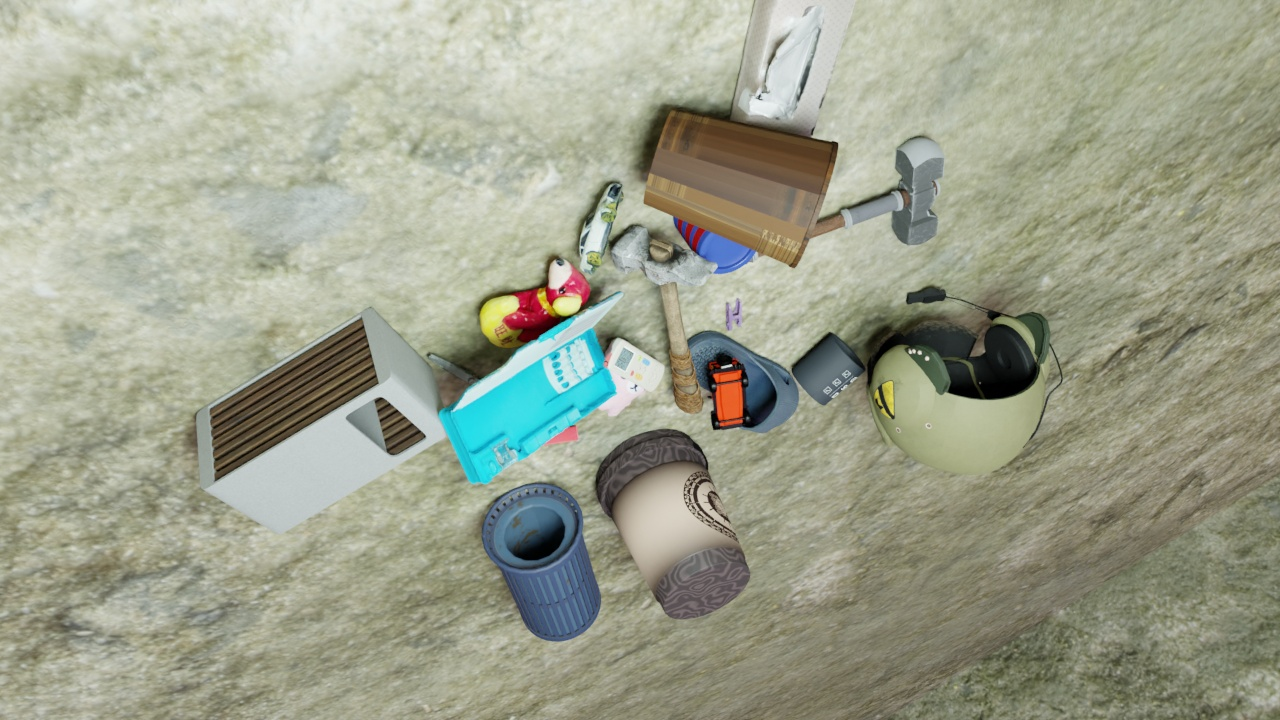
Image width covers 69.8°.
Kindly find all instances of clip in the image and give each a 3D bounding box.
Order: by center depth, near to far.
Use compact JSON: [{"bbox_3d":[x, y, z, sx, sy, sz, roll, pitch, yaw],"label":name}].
[{"bbox_3d":[0.119,-0.058,1.200,0.037,0.013,0.053,-29,142,3],"label":"clip"}]

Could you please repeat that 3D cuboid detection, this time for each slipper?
[{"bbox_3d":[0.153,0.045,1.273,0.101,0.082,0.263,-42,136,14],"label":"slipper"}]

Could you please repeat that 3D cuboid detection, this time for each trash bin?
[{"bbox_3d":[-0.344,0.068,0.998,0.229,0.114,0.114,-31,139,3],"label":"trash bin"},{"bbox_3d":[-0.135,0.305,1.343,0.139,0.139,0.250,-20,140,-9],"label":"trash bin"}]

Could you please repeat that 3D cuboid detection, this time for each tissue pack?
[{"bbox_3d":[0.151,-0.304,0.926,0.103,0.071,0.182,-9,140,-22],"label":"tissue pack"}]

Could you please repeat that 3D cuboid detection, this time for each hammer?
[{"bbox_3d":[0.045,-0.031,1.117,0.048,0.121,0.319,-51,151,-25],"label":"hammer"},{"bbox_3d":[0.218,-0.162,1.130,0.322,0.043,0.156,-20,139,-5],"label":"hammer"}]

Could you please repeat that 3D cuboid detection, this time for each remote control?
[{"bbox_3d":[-0.007,0.006,1.106,0.038,0.018,0.125,-63,149,-2],"label":"remote control"}]

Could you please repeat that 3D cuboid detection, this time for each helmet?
[{"bbox_3d":[0.417,0.030,1.249,0.250,0.255,0.233,-15,133,-16],"label":"helmet"}]

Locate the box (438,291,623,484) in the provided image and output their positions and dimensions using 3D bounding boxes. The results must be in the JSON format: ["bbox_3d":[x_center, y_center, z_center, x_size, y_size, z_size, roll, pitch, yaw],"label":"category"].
[{"bbox_3d":[-0.119,0.019,1.032,0.226,0.083,0.173,-34,141,-40],"label":"box"}]

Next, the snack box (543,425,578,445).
[{"bbox_3d":[-0.155,0.100,1.164,0.132,0.089,0.021,-6,90,-23],"label":"snack box"}]

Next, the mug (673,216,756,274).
[{"bbox_3d":[0.102,-0.151,1.046,0.111,0.076,0.075,-3,134,-26],"label":"mug"}]

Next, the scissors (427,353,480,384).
[{"bbox_3d":[-0.191,0.023,1.114,0.090,0.014,0.172,-26,141,-5],"label":"scissors"}]

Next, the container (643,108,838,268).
[{"bbox_3d":[0.098,-0.182,0.934,0.167,0.131,0.132,18,130,2],"label":"container"}]

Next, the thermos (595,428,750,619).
[{"bbox_3d":[0.049,0.233,1.298,0.172,0.226,0.173,-15,138,-15],"label":"thermos"}]

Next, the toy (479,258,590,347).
[{"bbox_3d":[-0.116,-0.055,1.040,0.137,0.067,0.105,-31,148,15],"label":"toy"}]

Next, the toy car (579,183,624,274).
[{"bbox_3d":[-0.045,-0.145,0.997,0.033,0.047,0.106,21,128,-2],"label":"toy car"}]

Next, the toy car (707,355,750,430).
[{"bbox_3d":[0.114,0.043,1.198,0.051,0.048,0.100,-9,121,-3],"label":"toy car"}]

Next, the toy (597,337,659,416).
[{"bbox_3d":[-0.022,0.027,1.173,0.099,0.053,0.096,33,86,-46],"label":"toy"}]

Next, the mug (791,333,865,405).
[{"bbox_3d":[0.275,0.013,1.324,0.078,0.071,0.105,-44,164,18],"label":"mug"}]
